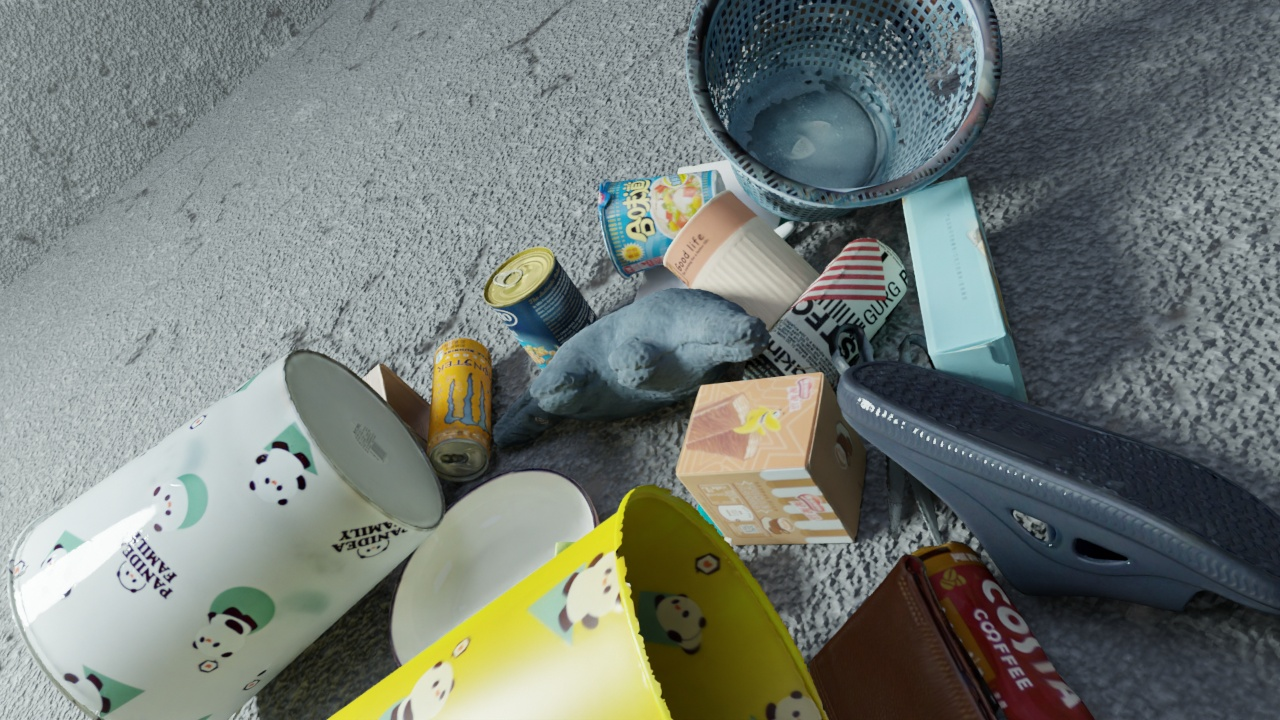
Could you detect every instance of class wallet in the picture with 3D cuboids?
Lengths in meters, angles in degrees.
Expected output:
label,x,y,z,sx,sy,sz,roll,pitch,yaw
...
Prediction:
label,x,y,z,sx,sy,sz,roll,pitch,yaw
wallet,0.142,0.181,0.484,0.124,0.032,0.101,-110,37,-47

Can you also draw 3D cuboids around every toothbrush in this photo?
label,x,y,z,sx,sy,sz,roll,pitch,yaw
toothbrush,0.069,-0.074,0.836,0.180,0.016,0.016,-37,47,-2

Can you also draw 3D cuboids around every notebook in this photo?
label,x,y,z,sx,sy,sz,roll,pitch,yaw
notebook,0.080,-0.130,0.904,0.151,0.012,0.208,-5,49,31

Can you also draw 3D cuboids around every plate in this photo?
label,x,y,z,sx,sy,sz,roll,pitch,yaw
plate,-0.109,0.174,0.718,0.193,0.039,0.192,-21,41,19

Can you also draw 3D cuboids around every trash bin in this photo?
label,x,y,z,sx,sy,sz,roll,pitch,yaw
trash bin,-0.315,0.137,0.743,0.252,0.229,0.229,-38,38,5
trash bin,-0.046,0.227,0.484,0.256,0.229,0.229,-32,39,13
trash bin,0.152,-0.210,0.753,0.226,0.195,0.226,0,83,4

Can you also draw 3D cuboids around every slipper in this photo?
label,x,y,z,sx,sy,sz,roll,pitch,yaw
slipper,0.230,0.080,0.529,0.268,0.083,0.110,27,29,36

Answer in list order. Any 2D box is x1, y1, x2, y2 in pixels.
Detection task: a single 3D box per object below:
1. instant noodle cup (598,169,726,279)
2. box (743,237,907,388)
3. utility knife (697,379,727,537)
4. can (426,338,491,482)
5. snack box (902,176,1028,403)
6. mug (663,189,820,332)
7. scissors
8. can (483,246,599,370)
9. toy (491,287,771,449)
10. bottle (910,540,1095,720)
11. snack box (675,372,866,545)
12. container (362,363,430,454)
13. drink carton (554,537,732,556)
label,x,y,z,sx,sy,sz,roll,pitch,yaw
instant noodle cup,0.028,-0.135,0.870,0.110,0.099,0.099,-9,45,16
box,0.140,-0.017,0.718,0.163,0.076,0.086,-50,2,-15
utility knife,0.056,0.079,0.711,0.029,0.013,0.174,-15,44,23
can,-0.172,0.044,0.881,0.058,0.058,0.145,-26,40,13
snack box,0.231,-0.048,0.659,0.052,0.074,0.174,-17,43,24
mug,0.082,-0.068,0.767,0.106,0.115,0.081,44,67,10
scissors,0.172,0.042,0.631,0.163,0.014,0.164,42,56,15
can,-0.085,-0.041,0.860,0.075,0.111,0.075,-21,39,18
toy,-0.004,0.004,0.743,0.357,0.091,0.137,-23,11,48
bottle,0.193,0.175,0.477,0.057,0.057,0.174,-31,39,6
snack box,0.092,0.070,0.629,0.095,0.093,0.076,-8,46,32
container,-0.262,0.080,0.891,0.111,0.090,0.090,-37,39,4
drink carton,0.002,0.153,0.622,0.122,0.046,0.053,-3,43,2
